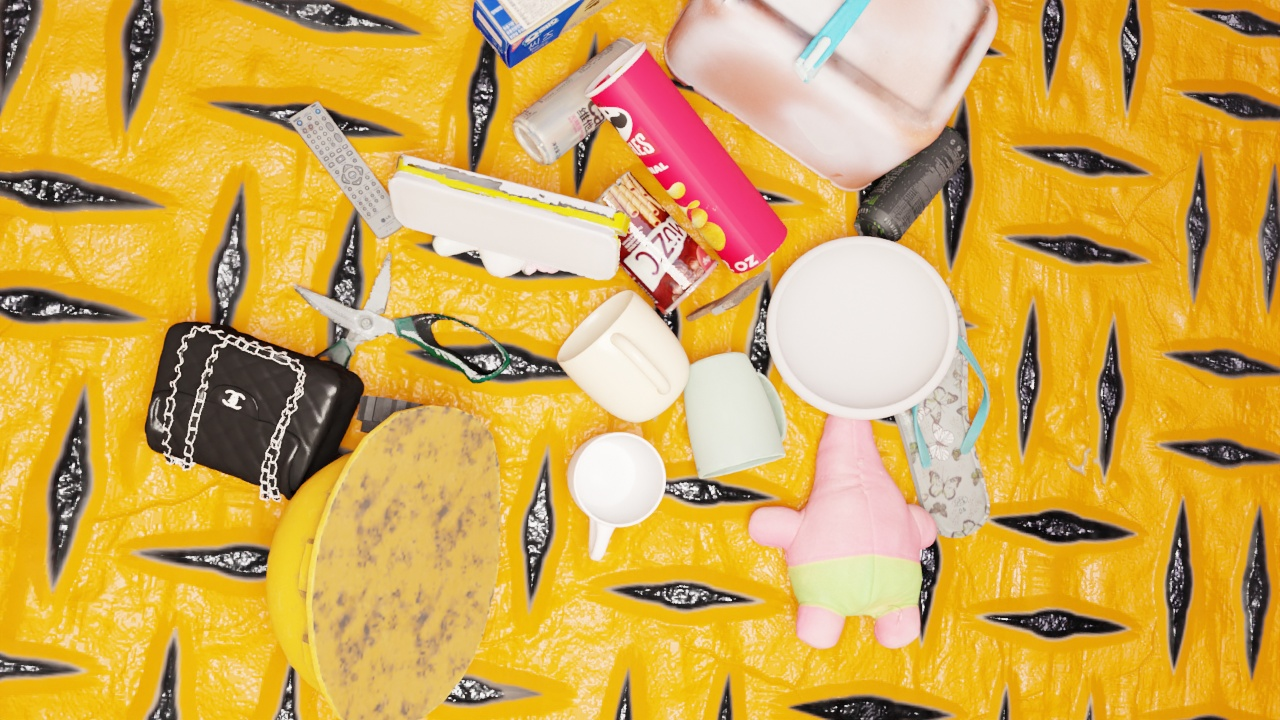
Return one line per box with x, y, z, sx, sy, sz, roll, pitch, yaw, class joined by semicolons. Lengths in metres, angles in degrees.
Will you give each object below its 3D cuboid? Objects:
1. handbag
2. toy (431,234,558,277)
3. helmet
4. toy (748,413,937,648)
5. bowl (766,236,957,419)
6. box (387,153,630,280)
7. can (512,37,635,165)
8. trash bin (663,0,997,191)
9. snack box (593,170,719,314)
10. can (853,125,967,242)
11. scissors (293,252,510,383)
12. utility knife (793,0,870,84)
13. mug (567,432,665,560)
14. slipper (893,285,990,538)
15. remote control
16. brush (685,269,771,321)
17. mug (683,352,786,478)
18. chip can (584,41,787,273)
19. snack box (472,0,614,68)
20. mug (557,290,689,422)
-0.326;0.043;0.748;0.153;0.115;0.125;19;89;0;handbag
-0.128;-0.115;0.848;0.122;0.038;0.079;22;84;-1;toy
-0.225;0.159;0.753;0.131;0.205;0.255;3;80;30;helmet
0.200;0.154;0.879;0.192;0.097;0.236;4;71;-9;toy
0.210;-0.027;0.890;0.177;0.066;0.176;-1;79;6;bowl
-0.114;-0.131;0.797;0.210;0.067;0.070;16;74;5;box
-0.055;-0.243;0.864;0.135;0.054;0.054;-41;95;-12;can
0.177;-0.309;0.867;0.259;0.157;0.181;33;80;-8;trash bin
0.007;-0.110;0.860;0.072;0.072;0.121;-45;96;-12;snack box
0.274;-0.178;0.930;0.054;0.054;0.137;42;79;-7;can
-0.235;0.010;0.830;0.201;0.015;0.203;26;83;-10;scissors
0.188;-0.305;0.780;0.022;0.015;0.176;40;81;-8;utility knife
-0.030;0.121;0.827;0.081;0.088;0.114;15;83;-11;mug
0.301;0.048;0.923;0.098;0.055;0.268;-8;89;-10;slipper
-0.264;-0.172;0.834;0.033;0.013;0.136;-37;94;-12;remote control
0.070;-0.051;0.832;0.045;0.143;0.008;-41;96;-21;brush
0.094;0.050;0.870;0.111;0.084;0.104;-3;73;-40;mug
0.046;-0.181;0.846;0.069;0.069;0.220;-47;112;-11;chip can
-0.060;-0.361;0.871;0.206;0.057;0.056;-37;91;-12;snack box
-0.005;0.005;0.825;0.096;0.120;0.100;-46;107;-7;mug
